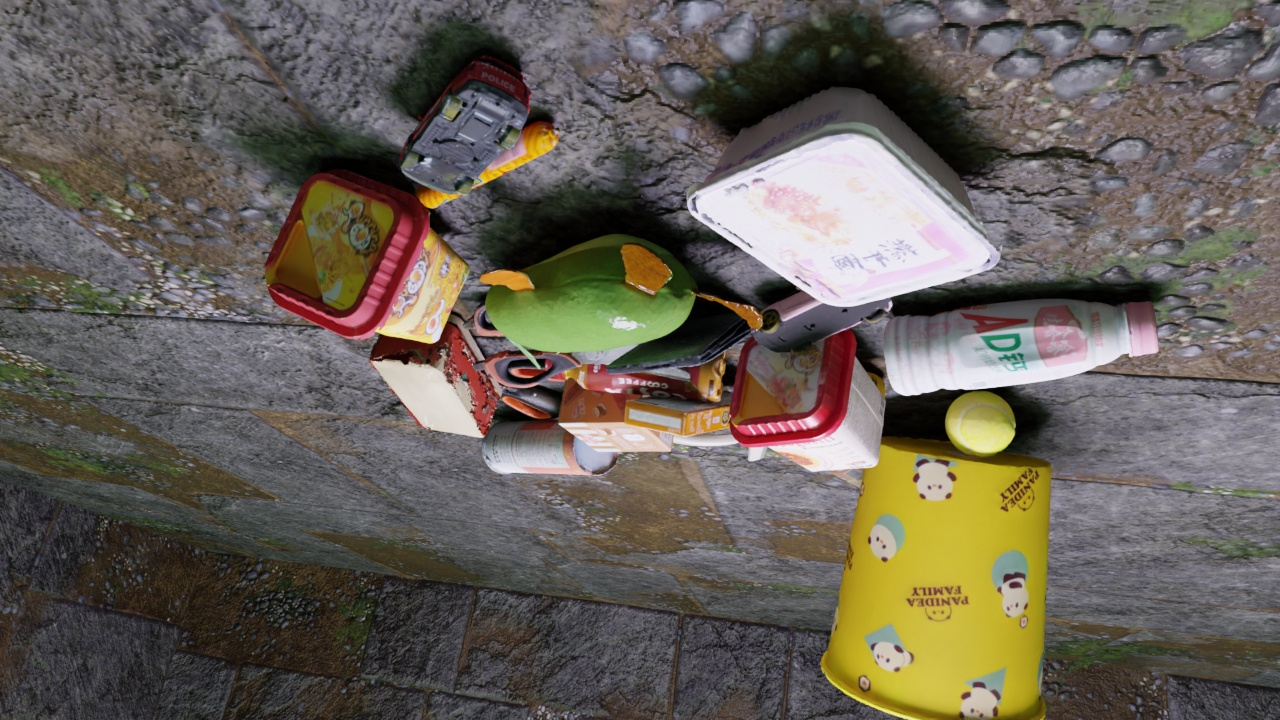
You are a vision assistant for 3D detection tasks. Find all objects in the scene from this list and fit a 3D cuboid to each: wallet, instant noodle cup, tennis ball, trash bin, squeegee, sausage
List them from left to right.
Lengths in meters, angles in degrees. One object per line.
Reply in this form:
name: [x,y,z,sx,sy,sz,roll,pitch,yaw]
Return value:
instant noodle cup: [-0.205,-0.072,0.721,0.116,0.116,0.123,22,176,22]
sausage: [-0.112,-0.136,0.649,0.166,0.021,0.021,-13,150,43]
squeegee: [0.037,0.079,1.094,0.246,0.039,0.247,8,158,4]
wallet: [0.038,-0.015,0.798,0.097,0.019,0.120,-8,-165,35]
instant noodle cup: [0.159,0.041,0.837,0.117,0.116,0.124,-11,144,40]
instant noodle cup: [0.131,-0.104,0.582,0.173,0.060,0.138,25,153,-37]
trash bin: [0.321,0.220,0.973,0.229,0.255,0.229,6,-178,0]
tennis ball: [0.333,0.062,0.899,0.065,0.065,0.065,8,158,3]

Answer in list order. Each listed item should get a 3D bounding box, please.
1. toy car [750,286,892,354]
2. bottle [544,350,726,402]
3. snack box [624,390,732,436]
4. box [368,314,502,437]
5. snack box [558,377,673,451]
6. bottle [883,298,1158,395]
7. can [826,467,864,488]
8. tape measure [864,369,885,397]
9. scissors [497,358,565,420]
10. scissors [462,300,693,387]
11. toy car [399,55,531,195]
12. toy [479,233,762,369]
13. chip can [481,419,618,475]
toy car: [0.148,-0.042,0.762,0.123,0.037,0.056,-25,142,35]
bottle: [-0.005,0.005,0.905,0.175,0.057,0.057,5,158,9]
snack box: [0.058,0.050,0.930,0.075,0.026,0.153,10,-171,36]
box: [-0.215,0.025,0.978,0.091,0.079,0.168,7,151,14]
snack box: [-0.021,0.048,0.990,0.094,0.077,0.093,-3,155,26]
bottle: [0.299,-0.013,0.732,0.197,0.068,0.068,-7,154,27]
can: [0.247,0.112,1.064,0.116,0.058,0.059,27,152,-38]
tape measure: [0.214,0.027,0.911,0.060,0.028,0.057,-13,149,42]
scissors: [-0.168,0.013,1.046,0.225,0.021,0.221,-10,146,36]
scissors: [-0.060,0.000,0.874,0.206,0.015,0.195,45,114,-7]
toy car: [-0.112,-0.148,0.588,0.053,0.045,0.121,24,149,-28]
toy: [-0.035,-0.050,0.742,0.247,0.090,0.226,-6,167,40]
chip can: [-0.116,0.107,1.144,0.071,0.071,0.215,25,161,-34]
